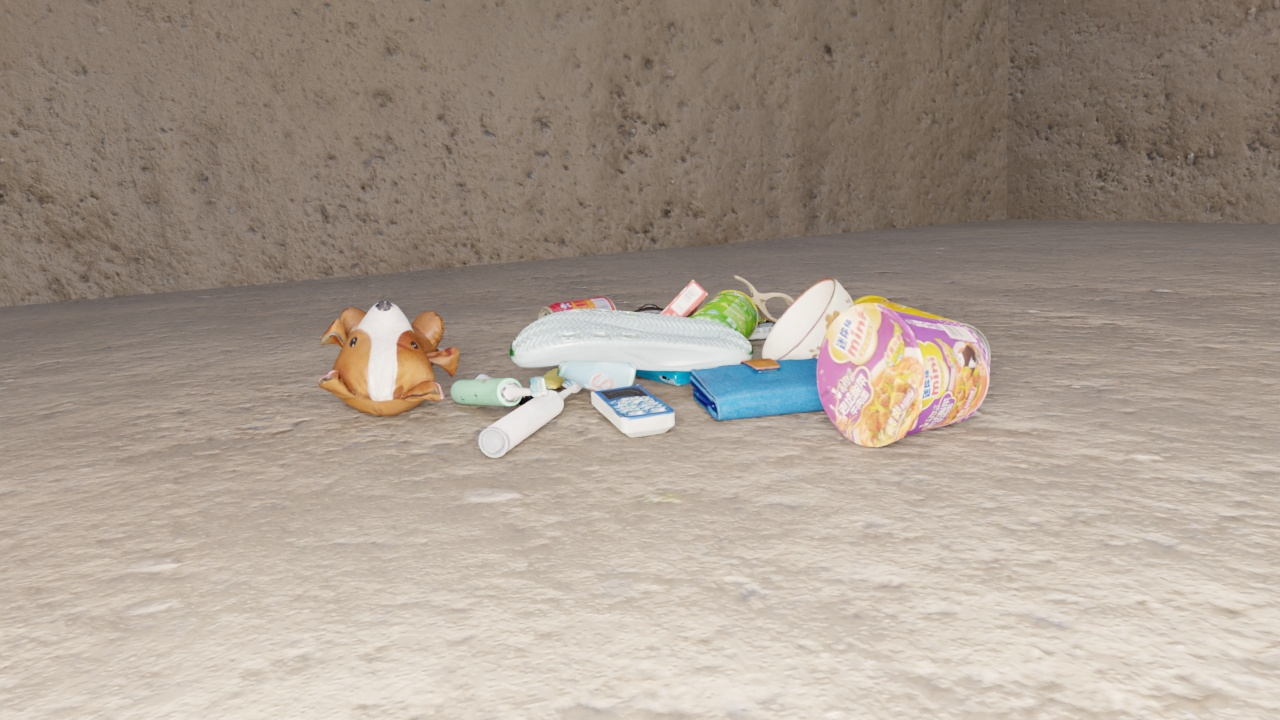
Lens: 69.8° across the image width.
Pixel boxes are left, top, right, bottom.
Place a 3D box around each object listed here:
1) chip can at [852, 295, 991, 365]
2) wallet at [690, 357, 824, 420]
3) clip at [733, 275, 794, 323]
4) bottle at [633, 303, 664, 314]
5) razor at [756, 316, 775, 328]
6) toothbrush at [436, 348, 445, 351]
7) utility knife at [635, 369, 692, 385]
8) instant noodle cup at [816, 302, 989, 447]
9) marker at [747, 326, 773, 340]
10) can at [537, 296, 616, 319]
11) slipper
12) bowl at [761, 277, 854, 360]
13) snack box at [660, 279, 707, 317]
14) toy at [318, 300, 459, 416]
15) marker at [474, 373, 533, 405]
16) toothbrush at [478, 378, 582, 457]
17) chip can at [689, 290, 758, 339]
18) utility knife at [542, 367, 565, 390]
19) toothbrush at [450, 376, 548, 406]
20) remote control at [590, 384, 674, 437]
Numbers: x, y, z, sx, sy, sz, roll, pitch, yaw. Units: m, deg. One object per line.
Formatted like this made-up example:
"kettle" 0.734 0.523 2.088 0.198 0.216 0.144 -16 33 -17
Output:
"chip can" 0.272 -0.020 0.935 0.072 0.072 0.213 -5 10 -6
"wallet" 0.121 0.025 0.856 0.133 0.040 0.106 -5 15 -9
"clip" 0.169 -0.073 1.304 0.104 0.081 0.034 10 4 -4
"bottle" 0.013 -0.053 1.289 0.080 0.044 0.194 -4 10 1
"razor" 0.148 -0.063 1.295 0.042 0.022 0.143 -7 20 -27
"toothbrush" -0.307 0.003 1.180 0.016 0.017 0.187 2 13 25
"utility knife" -0.006 0.006 1.049 0.034 0.018 0.207 -11 12 -31
"instant noodle cup" 0.213 0.011 0.729 0.099 0.111 0.112 0 7 -33
"marker" 0.132 -0.033 1.211 0.146 0.017 0.017 -5 11 -4
"can" -0.084 -0.049 1.236 0.093 0.066 0.067 -11 13 -30
"slipper" -0.009 -0.004 0.932 0.245 0.074 0.104 3 23 -6
"bowl" 0.189 -0.026 0.975 0.062 0.113 0.113 37 6 -10
"snack box" 0.040 -0.052 1.112 0.075 0.025 0.153 -45 -1 -4
"toy" -0.262 -0.005 0.958 0.140 0.131 0.199 0 20 -8
"marker" -0.144 0.031 0.970 0.022 0.018 0.131 1 7 -32
"toothbrush" -0.092 0.045 0.846 0.026 0.027 0.220 24 16 9
"chip can" 0.092 -0.035 1.084 0.073 0.072 0.221 -1 11 14
"utility knife" -0.096 0.020 0.978 0.031 0.020 0.195 3 1 3
"toothbrush" -0.133 0.029 0.857 0.026 0.027 0.225 -15 6 -28
"remote control" -0.008 0.044 0.828 0.049 0.024 0.125 -7 12 -14
